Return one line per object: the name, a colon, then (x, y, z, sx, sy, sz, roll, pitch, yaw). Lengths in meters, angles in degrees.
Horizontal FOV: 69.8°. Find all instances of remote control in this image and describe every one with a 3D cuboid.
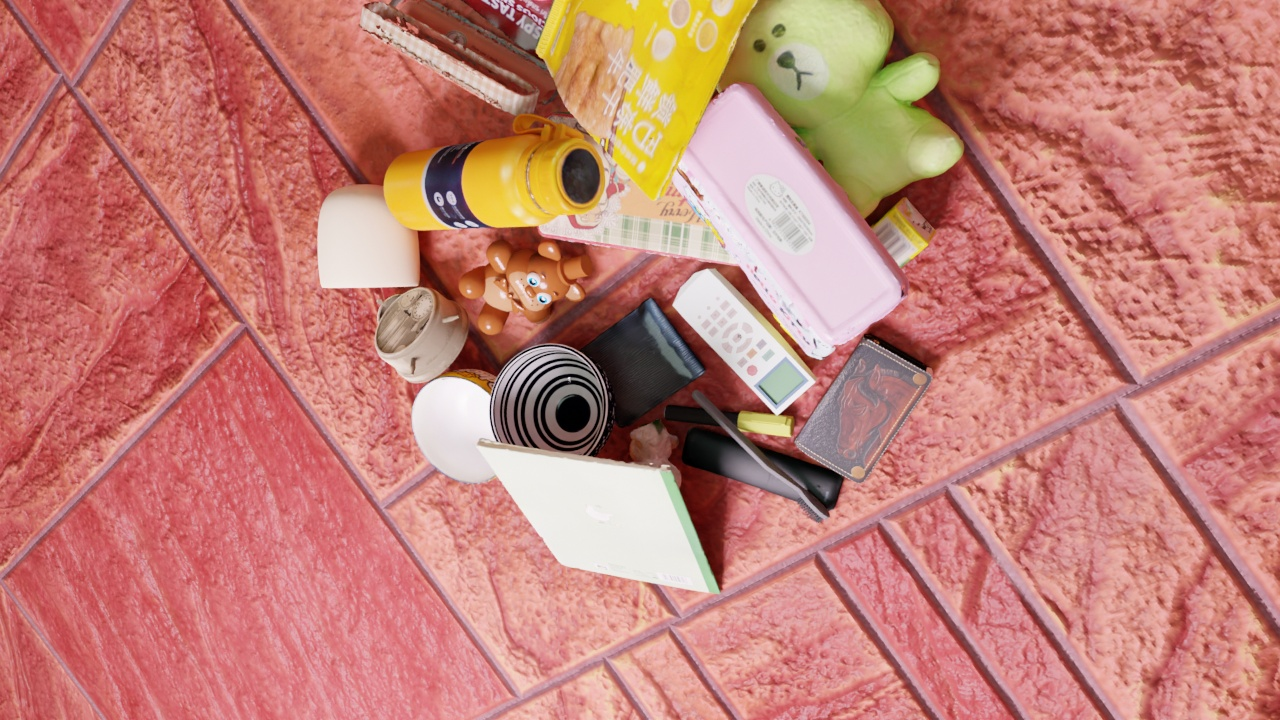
remote control: (0.112, 0.103, 0.861, 0.152, 0.020, 0.041, 17, 112, 15)
remote control: (0.093, -0.021, 0.825, 0.143, 0.024, 0.050, 47, 118, 5)

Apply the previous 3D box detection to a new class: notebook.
notebook: (-0.031, 0.154, 0.863, 0.182, 0.010, 0.253, 6, 146, 21)

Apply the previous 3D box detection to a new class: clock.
clock: (-0.234, -0.037, 0.927, 0.141, 0.054, 0.093, 32, 82, 45)

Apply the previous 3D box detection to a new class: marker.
marker: (0.081, 0.054, 0.859, 0.124, 0.017, 0.021, 5, 153, 23)

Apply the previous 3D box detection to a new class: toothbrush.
toothbrush: (0.109, 0.086, 0.839, 0.167, 0.012, 0.013, 45, 125, 4)

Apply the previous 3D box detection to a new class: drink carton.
drink carton: (0.175, -0.070, 0.755, 0.043, 0.058, 0.135, 48, 120, 2)

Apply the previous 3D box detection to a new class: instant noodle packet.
instant noodle packet: (0.010, -0.241, 0.681, 0.163, 0.084, 0.221, -59, 38, 32)

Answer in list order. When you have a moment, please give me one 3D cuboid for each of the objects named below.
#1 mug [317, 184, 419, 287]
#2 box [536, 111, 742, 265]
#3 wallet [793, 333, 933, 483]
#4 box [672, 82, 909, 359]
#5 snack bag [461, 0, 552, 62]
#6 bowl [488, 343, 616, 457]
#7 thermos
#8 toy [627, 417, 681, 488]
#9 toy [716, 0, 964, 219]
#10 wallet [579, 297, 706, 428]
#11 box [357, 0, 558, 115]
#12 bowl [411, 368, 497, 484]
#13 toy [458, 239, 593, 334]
mug: (-0.273, -0.124, 0.915, 0.120, 0.096, 0.100, -168, 76, -64)
box: (0.009, -0.153, 0.804, 0.206, 0.051, 0.118, 12, 112, 18)
wallet: (0.195, 0.043, 0.806, 0.072, 0.019, 0.123, 30, 116, 7)
box: (0.094, -0.093, 0.688, 0.201, 0.077, 0.147, 53, 144, 6)
snack bag: (-0.065, -0.356, 0.760, 0.139, 0.066, 0.208, 33, 121, -2)
bowl: (-0.075, 0.048, 0.867, 0.120, 0.066, 0.120, -3, 81, 20)
thermos: (-0.133, -0.162, 0.803, 0.233, 0.076, 0.091, 6, 114, 44)
toy: (0.001, 0.106, 0.881, 0.074, 0.085, 0.106, 15, 96, 62)
toy: (0.147, -0.205, 0.701, 0.150, 0.107, 0.197, -31, 85, 28)
wallet: (-0.005, 0.005, 0.876, 0.115, 0.026, 0.089, -37, 89, 28)
box: (-0.160, -0.277, 0.824, 0.187, 0.082, 0.042, 31, 127, 9)
bowl: (-0.167, 0.061, 0.940, 0.117, 0.067, 0.117, 8, 110, 21)
toy: (-0.104, -0.072, 0.866, 0.128, 0.065, 0.095, -9, 126, 33)
